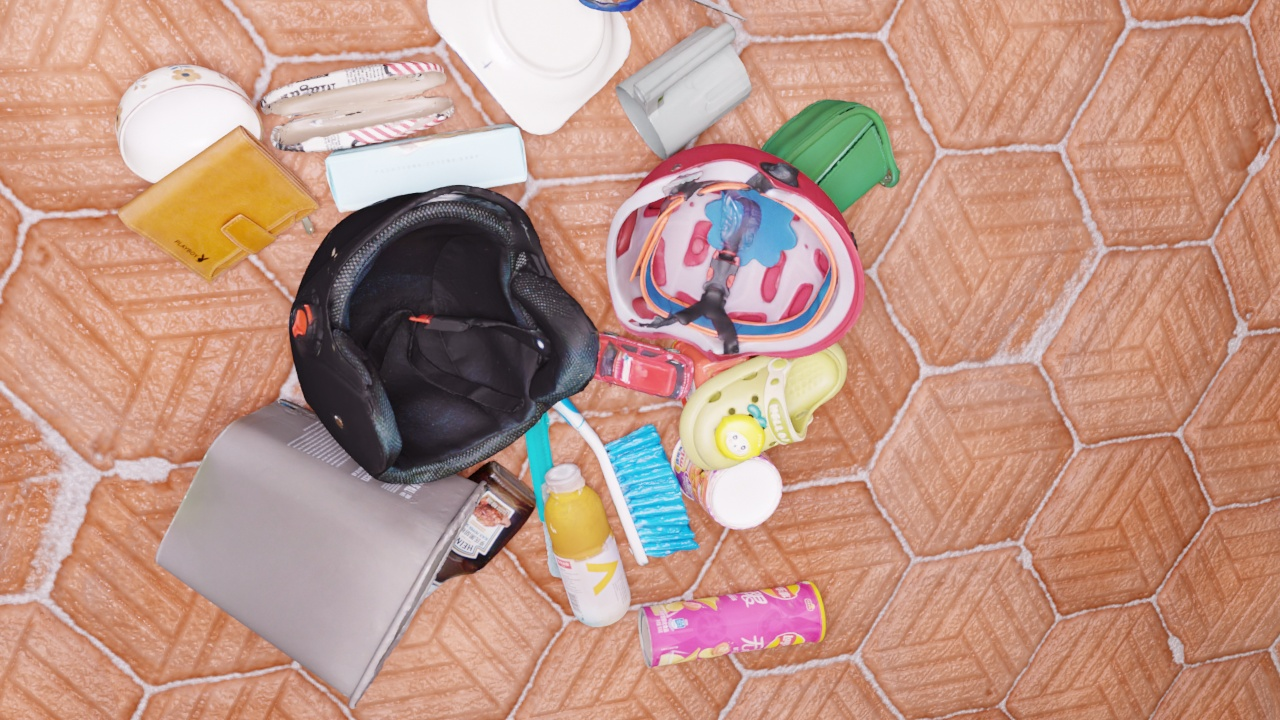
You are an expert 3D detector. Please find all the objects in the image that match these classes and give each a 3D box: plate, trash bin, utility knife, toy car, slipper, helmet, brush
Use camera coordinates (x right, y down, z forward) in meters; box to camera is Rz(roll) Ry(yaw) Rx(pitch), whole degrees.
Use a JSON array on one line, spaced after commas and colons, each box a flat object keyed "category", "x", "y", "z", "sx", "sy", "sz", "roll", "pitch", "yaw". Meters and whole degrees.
[{"category": "plate", "x": -0.088, "y": -0.304, "z": 0.816, "sx": 0.164, "sy": 0.034, "sz": 0.163, "roll": 47, "pitch": 68, "yaw": -22}, {"category": "trash bin", "x": -0.290, "y": 0.159, "z": 0.852, "sx": 0.220, "sy": 0.199, "sz": 0.199, "roll": 30, "pitch": 98, "yaw": -2}, {"category": "utility knife", "x": -0.102, "y": 0.143, "z": 0.999, "sx": 0.029, "sy": 0.013, "sz": 0.222, "roll": -10, "pitch": 110, "yaw": -10}, {"category": "toy car", "x": -0.006, "y": 0.005, "z": 0.935, "sx": 0.121, "sy": 0.045, "sz": 0.053, "roll": 15, "pitch": 103, "yaw": 23}, {"category": "slipper", "x": 0.128, "y": 0.043, "z": 0.902, "sx": 0.190, "sy": 0.081, "sz": 0.091, "roll": -32, "pitch": 110, "yaw": -6}, {"category": "helmet", "x": 0.096, "y": -0.112, "z": 0.877, "sx": 0.240, "sy": 0.143, "sz": 0.207, "roll": 15, "pitch": 130, "yaw": 5}, {"category": "brush", "x": -0.032, "y": 0.089, "z": 0.981, "sx": 0.109, "sy": 0.060, "sz": 0.315, "roll": -20, "pitch": 108, "yaw": -3}, {"category": "helmet", "x": -0.188, "y": -0.029, "z": 0.801, "sx": 0.232, "sy": 0.230, "sz": 0.275, "roll": -21, "pitch": 123, "yaw": -39}]

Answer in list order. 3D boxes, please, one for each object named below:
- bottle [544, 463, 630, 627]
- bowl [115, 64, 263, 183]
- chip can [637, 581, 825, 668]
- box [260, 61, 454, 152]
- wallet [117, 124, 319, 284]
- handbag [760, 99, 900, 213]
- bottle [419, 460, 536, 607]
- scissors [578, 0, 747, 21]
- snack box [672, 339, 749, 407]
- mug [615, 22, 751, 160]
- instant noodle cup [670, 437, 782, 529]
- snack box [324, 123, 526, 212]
[{"category": "bottle", "x": -0.061, "y": 0.199, "z": 0.993, "sx": 0.068, "sy": 0.068, "sz": 0.190, "roll": -18, "pitch": 114, "yaw": -8}, {"category": "bowl", "x": -0.388, "y": -0.207, "z": 0.779, "sx": 0.113, "sy": 0.062, "sz": 0.114, "roll": -28, "pitch": 156, "yaw": -14}, {"category": "chip can", "x": 0.105, "y": 0.308, "z": 1.072, "sx": 0.210, "sy": 0.071, "sz": 0.071, "roll": -5, "pitch": 108, "yaw": -12}, {"category": "box", "x": -0.252, "y": -0.237, "z": 0.814, "sx": 0.163, "sy": 0.075, "sz": 0.081, "roll": -15, "pitch": 121, "yaw": -7}, {"category": "wallet", "x": -0.367, "y": -0.133, "z": 0.818, "sx": 0.131, "sy": 0.035, "sz": 0.119, "roll": -34, "pitch": 140, "yaw": 3}, {"category": "handbag", "x": 0.191, "y": -0.194, "z": 0.940, "sx": 0.131, "sy": 0.068, "sz": 0.120, "roll": -39, "pitch": 119, "yaw": -1}, {"category": "bottle", "x": -0.199, "y": 0.198, "z": 0.977, "sx": 0.080, "sy": 0.044, "sz": 0.195, "roll": 42, "pitch": 95, "yaw": -18}, {"category": "scissors", "x": 0.014, "y": -0.336, "z": 0.816, "sx": 0.175, "sy": 0.162, "sz": 0.012, "roll": -27, "pitch": 150, "yaw": -31}, {"category": "snack box", "x": 0.079, "y": 0.021, "z": 0.969, "sx": 0.082, "sy": 0.080, "sz": 0.091, "roll": -15, "pitch": 111, "yaw": -8}, {"category": "mug", "x": 0.041, "y": -0.255, "z": 0.850, "sx": 0.103, "sy": 0.124, "sz": 0.083, "roll": -36, "pitch": 86, "yaw": -3}, {"category": "instant noodle cup", "x": 0.098, "y": 0.125, "z": 0.998, "sx": 0.111, "sy": 0.099, "sz": 0.112, "roll": -3, "pitch": 107, "yaw": -12}, {"category": "snack box", "x": -0.194, "y": -0.179, "z": 0.840, "sx": 0.174, "sy": 0.074, "sz": 0.052, "roll": -11, "pitch": 110, "yaw": -10}]
